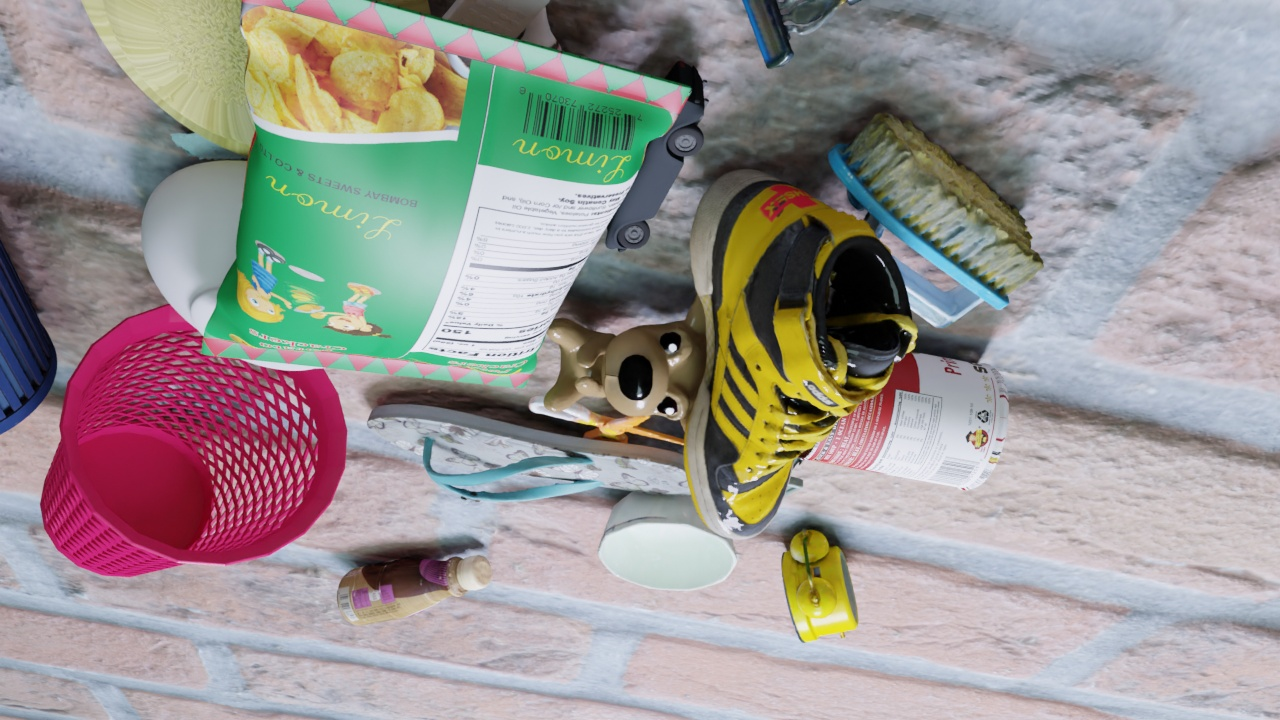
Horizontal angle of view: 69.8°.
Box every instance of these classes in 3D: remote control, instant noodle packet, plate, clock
[{"bbox_3d":[-0.097,-0.146,0.455,0.033,0.012,0.131,16,142,-43],"label":"remote control"},{"bbox_3d":[-0.114,-0.067,0.481,0.195,0.090,0.253,7,141,-25],"label":"instant noodle packet"},{"bbox_3d":[-0.200,-0.166,0.458,0.184,0.036,0.185,4,135,4],"label":"plate"},{"bbox_3d":[0.157,0.202,0.822,0.057,0.083,0.119,-14,138,16],"label":"clock"}]

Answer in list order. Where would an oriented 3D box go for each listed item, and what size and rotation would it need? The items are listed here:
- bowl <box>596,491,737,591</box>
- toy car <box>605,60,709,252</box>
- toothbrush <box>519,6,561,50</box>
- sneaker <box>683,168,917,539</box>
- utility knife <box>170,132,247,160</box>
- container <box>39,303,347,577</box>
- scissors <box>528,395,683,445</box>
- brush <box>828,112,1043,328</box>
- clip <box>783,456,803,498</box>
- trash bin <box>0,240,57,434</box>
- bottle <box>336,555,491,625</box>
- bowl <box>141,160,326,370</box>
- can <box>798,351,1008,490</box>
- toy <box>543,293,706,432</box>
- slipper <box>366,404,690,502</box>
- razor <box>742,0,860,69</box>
[{"bbox_3d":[0.024,0.144,0.787,0.117,0.061,0.118,4,140,3],"label":"bowl"},{"bbox_3d":[0.004,-0.109,0.503,0.034,0.046,0.112,15,137,-17],"label":"toy car"},{"bbox_3d":[-0.054,-0.140,0.490,0.026,0.027,0.223,-10,140,-11],"label":"toothbrush"},{"bbox_3d":[0.089,0.019,0.524,0.085,0.122,0.239,-17,118,-27],"label":"sneaker"},{"bbox_3d":[-0.180,-0.124,0.532,0.191,0.017,0.030,0,135,3],"label":"utility knife"},{"bbox_3d":[-0.360,0.083,0.697,0.183,0.182,0.226,34,141,-28],"label":"container"},{"bbox_3d":[-0.028,0.047,0.685,0.128,0.011,0.126,21,160,-21],"label":"scissors"},{"bbox_3d":[0.152,-0.076,0.513,0.136,0.055,0.076,30,130,-24],"label":"brush"},{"bbox_3d":[0.110,0.106,0.745,0.023,0.050,0.078,16,132,-9],"label":"clip"},{"bbox_3d":[-0.464,-0.055,0.565,0.139,0.139,0.250,12,141,-6],"label":"trash bin"},{"bbox_3d":[-0.225,0.225,0.920,0.166,0.059,0.059,-17,135,24],"label":"bottle"},{"bbox_3d":[-0.230,-0.042,0.582,0.176,0.066,0.177,5,148,3],"label":"bowl"},{"bbox_3d":[0.172,0.035,0.617,0.116,0.086,0.087,11,140,-4],"label":"can"},{"bbox_3d":[-0.004,0.004,0.597,0.108,0.105,0.134,6,99,22],"label":"toy"},{"bbox_3d":[-0.087,0.090,0.728,0.269,0.054,0.098,9,155,5],"label":"slipper"},{"bbox_3d":[0.119,-0.182,0.422,0.144,0.022,0.043,-19,94,22],"label":"razor"}]
